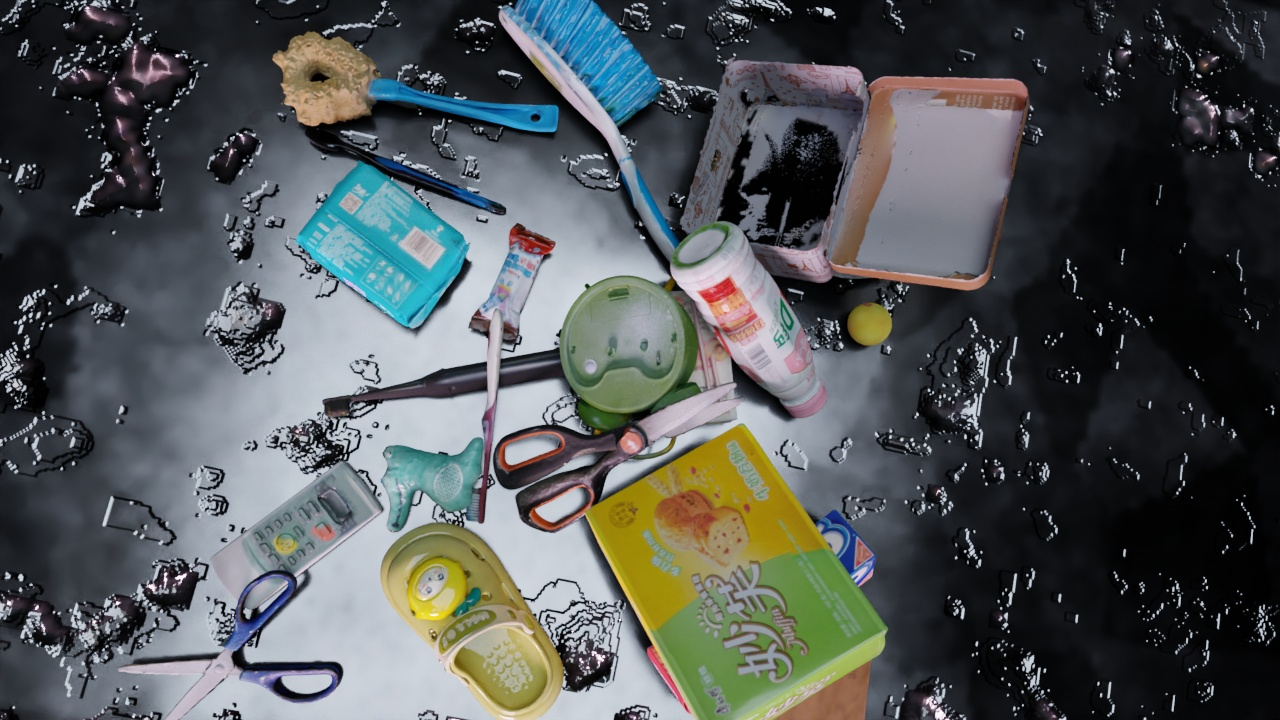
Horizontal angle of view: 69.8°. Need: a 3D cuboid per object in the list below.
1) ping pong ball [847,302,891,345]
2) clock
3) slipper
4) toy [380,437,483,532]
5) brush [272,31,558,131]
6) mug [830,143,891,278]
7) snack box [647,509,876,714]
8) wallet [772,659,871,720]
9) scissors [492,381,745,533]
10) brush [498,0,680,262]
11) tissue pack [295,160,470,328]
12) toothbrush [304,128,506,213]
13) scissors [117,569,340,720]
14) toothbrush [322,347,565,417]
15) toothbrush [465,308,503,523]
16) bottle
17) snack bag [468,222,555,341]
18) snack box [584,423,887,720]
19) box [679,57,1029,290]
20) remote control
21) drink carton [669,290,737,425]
[{"bbox_3d":[0.214,-0.034,0.856,0.040,0.040,0.040,1,81,-8],"label":"ping pong ball"},{"bbox_3d":[-0.005,0.005,0.789,0.116,0.056,0.161,-7,84,24],"label":"clock"},{"bbox_3d":[-0.133,0.215,0.749,0.091,0.082,0.190,-39,91,-14],"label":"slipper"},{"bbox_3d":[-0.182,0.103,0.780,0.092,0.030,0.096,13,87,14],"label":"toy"},{"bbox_3d":[-0.201,-0.238,0.830,0.254,0.046,0.083,7,77,-11],"label":"brush"},{"bbox_3d":[0.209,-0.146,0.857,0.078,0.078,0.122,-1,78,-9],"label":"mug"},{"bbox_3d":[0.106,0.213,0.787,0.207,0.057,0.058,-34,58,-11],"label":"snack box"},{"bbox_3d":[0.153,0.285,0.813,0.101,0.020,0.115,12,77,-8],"label":"wallet"},{"bbox_3d":[-0.027,0.059,0.757,0.148,0.021,0.235,41,111,0],"label":"scissors"},{"bbox_3d":[-0.018,-0.219,0.847,0.109,0.060,0.314,-43,92,-6],"label":"brush"},{"bbox_3d":[-0.223,-0.101,0.797,0.133,0.050,0.093,38,80,-1],"label":"tissue pack"},{"bbox_3d":[-0.211,-0.169,0.830,0.189,0.016,0.014,21,70,-8],"label":"toothbrush"},{"bbox_3d":[-0.325,0.241,0.741,0.162,0.012,0.174,24,91,-12],"label":"scissors"},{"bbox_3d":[-0.168,0.020,0.799,0.212,0.026,0.027,-11,62,-10],"label":"toothbrush"},{"bbox_3d":[-0.133,0.048,0.788,0.017,0.016,0.187,6,94,3],"label":"toothbrush"},{"bbox_3d":[0.102,-0.028,0.792,0.068,0.068,0.197,-46,121,-12],"label":"bottle"},{"bbox_3d":[-0.114,-0.070,0.821,0.045,0.026,0.105,23,81,-8],"label":"snack bag"},{"bbox_3d":[0.072,0.176,0.739,0.157,0.070,0.210,-28,59,-8],"label":"snack box"},{"bbox_3d":[0.181,-0.158,0.787,0.260,0.082,0.176,11,79,26],"label":"box"},{"bbox_3d":[-0.287,0.145,0.766,0.135,0.019,0.056,-37,89,-12],"label":"remote control"},{"bbox_3d":[0.053,-0.002,0.825,0.053,0.045,0.122,-4,83,-10],"label":"drink carton"}]
